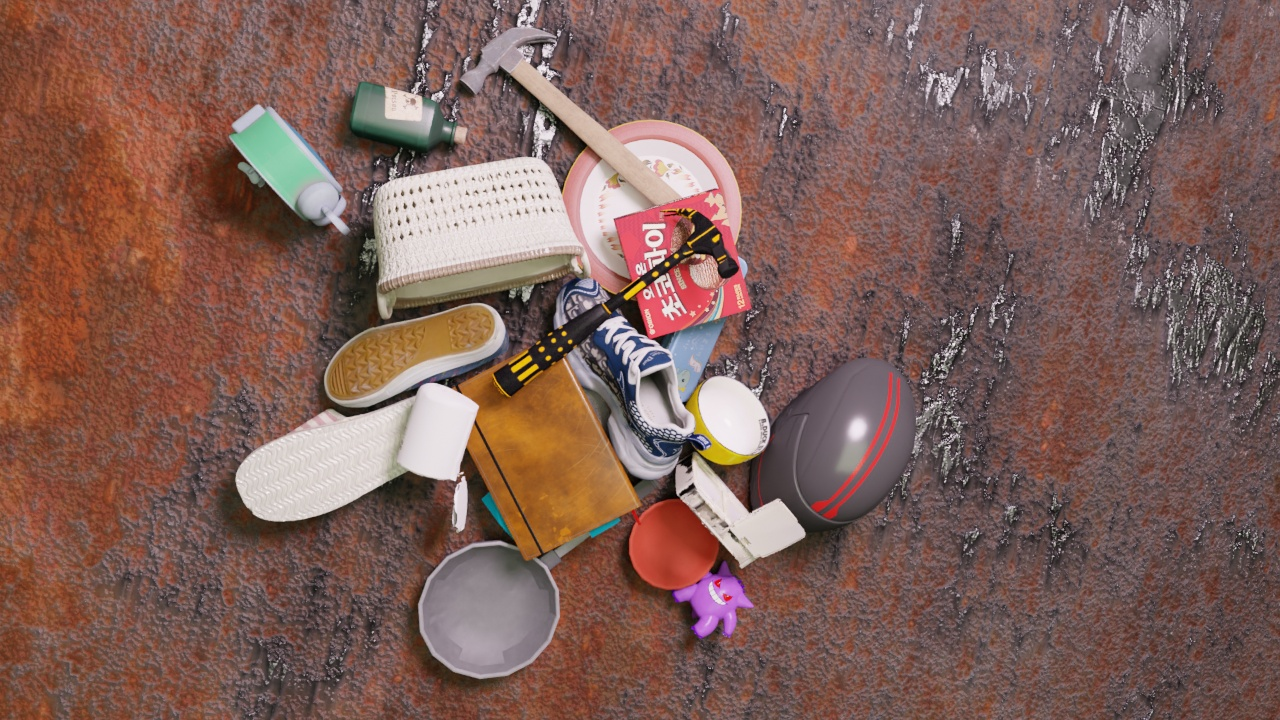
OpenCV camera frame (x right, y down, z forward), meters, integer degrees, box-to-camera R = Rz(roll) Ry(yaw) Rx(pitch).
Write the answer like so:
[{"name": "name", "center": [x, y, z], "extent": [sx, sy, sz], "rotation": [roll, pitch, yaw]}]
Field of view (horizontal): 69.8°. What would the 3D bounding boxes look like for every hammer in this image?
[{"name": "hammer", "center": [-0.042, -0.063, 1.079], "extent": [0.321, 0.036, 0.123], "rotation": [-35, 61, 5]}, {"name": "hammer", "center": [-0.061, -0.282, 1.137], "extent": [0.331, 0.031, 0.119], "rotation": [41, 85, -3]}]

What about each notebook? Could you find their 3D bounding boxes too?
[{"name": "notebook", "center": [-0.126, 0.120, 1.128], "extent": [0.178, 0.014, 0.249], "rotation": [-27, 90, 8]}]

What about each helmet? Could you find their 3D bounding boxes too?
[{"name": "helmet", "center": [0.255, 0.118, 1.184], "extent": [0.164, 0.170, 0.264], "rotation": [34, 87, -12]}]

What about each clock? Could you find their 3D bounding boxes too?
[{"name": "clock", "center": [-0.393, -0.206, 1.049], "extent": [0.075, 0.122, 0.161], "rotation": [-41, 97, -7]}]

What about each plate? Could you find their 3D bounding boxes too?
[{"name": "plate", "center": [0.014, -0.189, 1.172], "extent": [0.230, 0.021, 0.230], "rotation": [0, 92, -2]}]

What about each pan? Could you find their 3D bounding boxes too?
[{"name": "pan", "center": [-0.123, 0.261, 1.187], "extent": [0.357, 0.041, 0.178], "rotation": [-37, 101, -6]}]

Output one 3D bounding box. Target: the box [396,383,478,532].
[{"name": "box", "center": [-0.234, 0.117, 1.093], "extent": [0.112, 0.084, 0.162], "rotation": [20, 95, -9]}]

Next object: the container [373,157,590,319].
[{"name": "container", "center": [-0.194, -0.141, 1.073], "extent": [0.246, 0.185, 0.143], "rotation": [-13, 87, -11]}]

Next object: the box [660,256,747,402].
[{"name": "box", "center": [0.078, -0.046, 1.197], "extent": [0.066, 0.049, 0.209], "rotation": [25, 90, -15]}]

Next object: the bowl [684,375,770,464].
[{"name": "bowl", "center": [0.103, 0.086, 1.193], "extent": [0.117, 0.068, 0.117], "rotation": [21, 49, -25]}]

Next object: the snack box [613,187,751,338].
[{"name": "snack box", "center": [0.052, -0.120, 1.138], "extent": [0.132, 0.036, 0.152], "rotation": [-17, 104, -1]}]

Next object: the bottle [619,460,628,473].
[{"name": "bottle", "center": [-0.039, 0.138, 1.195], "extent": [0.110, 0.036, 0.036], "rotation": [-28, 100, -8]}]

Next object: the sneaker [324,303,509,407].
[{"name": "sneaker", "center": [-0.269, -0.005, 1.122], "extent": [0.236, 0.079, 0.087], "rotation": [-20, 73, 7]}]

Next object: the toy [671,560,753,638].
[{"name": "toy", "center": [0.099, 0.319, 1.229], "extent": [0.088, 0.056, 0.106], "rotation": [-32, 66, -2]}]

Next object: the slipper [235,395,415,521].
[{"name": "slipper", "center": [-0.356, 0.111, 1.124], "extent": [0.262, 0.052, 0.115], "rotation": [-21, 95, -19]}]

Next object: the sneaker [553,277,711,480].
[{"name": "sneaker", "center": [-0.007, 0.007, 1.112], "extent": [0.103, 0.133, 0.269], "rotation": [-22, 81, -35]}]

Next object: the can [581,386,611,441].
[{"name": "can", "center": [-0.102, 0.077, 1.173], "extent": [0.130, 0.044, 0.130], "rotation": [-1, 95, -11]}]

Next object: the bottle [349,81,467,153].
[{"name": "bottle", "center": [-0.274, -0.285, 1.098], "extent": [0.131, 0.061, 0.061], "rotation": [12, 90, -12]}]

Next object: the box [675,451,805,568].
[{"name": "box", "center": [0.121, 0.190, 1.157], "extent": [0.095, 0.185, 0.145], "rotation": [-42, 107, -4]}]

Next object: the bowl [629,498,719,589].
[{"name": "bowl", "center": [0.041, 0.240, 1.220], "extent": [0.122, 0.035, 0.122], "rotation": [-1, 95, -11]}]
